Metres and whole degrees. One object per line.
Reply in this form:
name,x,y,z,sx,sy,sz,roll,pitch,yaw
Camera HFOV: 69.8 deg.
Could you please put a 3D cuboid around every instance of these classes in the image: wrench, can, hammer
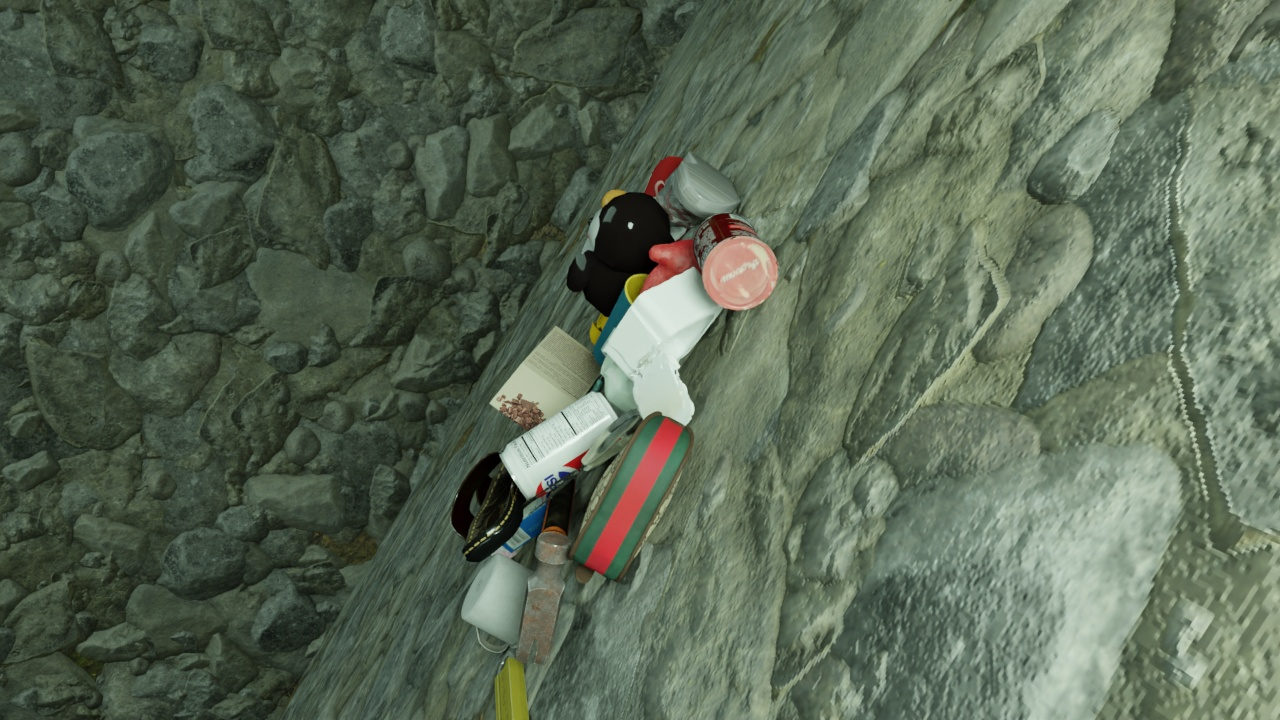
wrench,-0.114,0.332,0.837,0.083,0.018,0.273,-59,13,3
can,-0.086,0.096,1.033,0.132,0.070,0.070,-32,11,-7
hammer,-0.094,0.198,0.987,0.314,0.035,0.138,-94,16,-78

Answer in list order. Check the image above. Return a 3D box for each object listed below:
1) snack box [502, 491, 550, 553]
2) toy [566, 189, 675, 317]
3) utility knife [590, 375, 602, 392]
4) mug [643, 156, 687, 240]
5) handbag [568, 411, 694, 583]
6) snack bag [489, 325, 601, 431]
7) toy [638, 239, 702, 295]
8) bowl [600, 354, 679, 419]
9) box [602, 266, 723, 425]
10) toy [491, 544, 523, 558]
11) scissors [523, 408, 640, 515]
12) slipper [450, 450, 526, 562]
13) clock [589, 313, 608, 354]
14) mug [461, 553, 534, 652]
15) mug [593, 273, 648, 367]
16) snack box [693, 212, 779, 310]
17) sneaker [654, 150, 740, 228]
snack box,-0.136,0.173,1.192,0.088,0.033,0.154,-37,20,17
toy,-0.011,-0.135,1.175,0.159,0.140,0.184,-22,-21,-15
utility knife,-0.072,0.057,1.300,0.141,0.015,0.022,-60,6,-15
mug,0.050,-0.248,1.355,0.117,0.080,0.096,-54,13,50
handbag,-0.008,0.126,0.840,0.166,0.063,0.138,-62,-4,7
snack bag,-0.131,0.042,1.277,0.070,0.094,0.205,-52,3,28
toy,0.053,-0.111,1.067,0.133,0.088,0.093,-52,4,25
bowl,-0.006,0.006,1.059,0.118,0.061,0.117,-55,15,21
box,0.032,0.002,0.925,0.151,0.132,0.107,-31,-18,-40
toy,-0.174,0.239,1.229,0.079,0.038,0.122,-34,25,34
scissors,-0.050,0.102,0.938,0.171,0.012,0.157,-46,-17,26
slipper,-0.178,0.153,1.124,0.113,0.076,0.267,-39,12,14
clock,-0.022,-0.071,1.316,0.151,0.052,0.114,-59,12,-19
mug,-0.155,0.272,1.008,0.113,0.070,0.084,-53,14,20
mug,-0.009,-0.040,1.153,0.122,0.078,0.078,-54,13,41
snack box,0.091,-0.101,0.909,0.072,0.072,0.121,-56,13,16
sneaker,0.064,-0.206,1.194,0.090,0.099,0.235,-54,7,19
